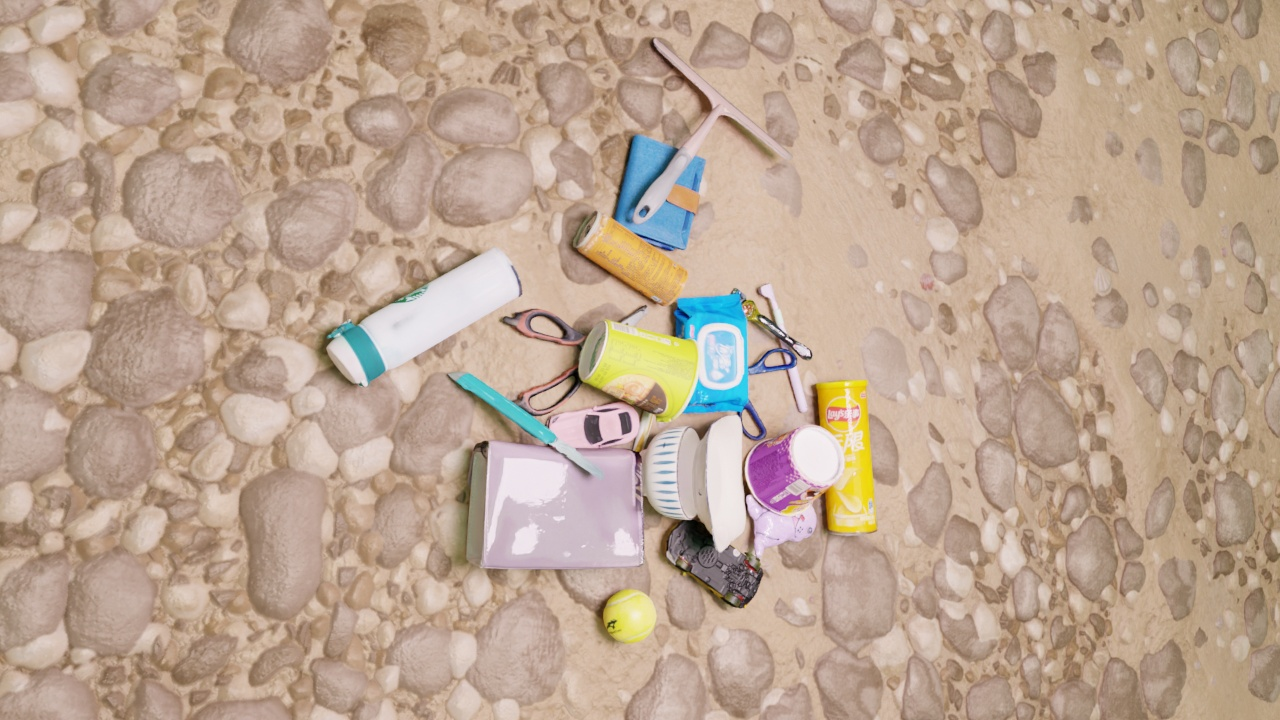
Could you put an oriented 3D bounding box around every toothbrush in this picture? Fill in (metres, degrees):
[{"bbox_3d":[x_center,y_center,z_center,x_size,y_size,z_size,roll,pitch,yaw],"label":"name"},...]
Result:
[{"bbox_3d":[0.202,-0.016,1.283,0.029,0.021,0.189,-28,102,-57],"label":"toothbrush"},{"bbox_3d":[-0.009,0.140,1.171,0.016,0.018,0.191,22,78,-25],"label":"toothbrush"}]

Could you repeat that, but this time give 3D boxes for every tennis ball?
[{"bbox_3d":[-0.013,0.315,1.131,0.065,0.066,0.065,2,86,-26],"label":"tennis ball"}]

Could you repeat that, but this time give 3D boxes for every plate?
[{"bbox_3d":[0.099,0.155,1.177,0.163,0.034,0.164,-8,95,-69],"label":"plate"}]

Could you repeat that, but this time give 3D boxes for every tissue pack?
[{"bbox_3d":[0.094,-0.009,1.198,0.095,0.052,0.157,-1,90,-18],"label":"tissue pack"}]

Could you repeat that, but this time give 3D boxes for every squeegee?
[{"bbox_3d":[0.061,-0.269,1.185,0.247,0.040,0.249,38,66,-10],"label":"squeegee"}]

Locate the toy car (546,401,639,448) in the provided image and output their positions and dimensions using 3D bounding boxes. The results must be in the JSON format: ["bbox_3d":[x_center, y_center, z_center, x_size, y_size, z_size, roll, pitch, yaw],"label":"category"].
[{"bbox_3d":[-0.057,0.085,1.142,0.122,0.037,0.056,-10,90,-25],"label":"toy car"}]

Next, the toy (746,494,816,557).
[{"bbox_3d":[0.194,0.218,1.254,0.107,0.039,0.084,-7,83,-25],"label":"toy"}]

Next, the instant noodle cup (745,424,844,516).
[{"bbox_3d":[0.211,0.139,1.217,0.111,0.099,0.111,11,60,-20],"label":"instant noodle cup"}]

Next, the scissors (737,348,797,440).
[{"bbox_3d":[0.140,0.031,1.248,0.172,0.012,0.162,-11,96,-19],"label":"scissors"}]

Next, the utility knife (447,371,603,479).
[{"bbox_3d":[-0.131,0.073,1.060,0.223,0.013,0.029,33,33,14],"label":"utility knife"}]

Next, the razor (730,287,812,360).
[{"bbox_3d":[0.178,-0.044,1.253,0.142,0.022,0.042,36,74,-3],"label":"razor"}]

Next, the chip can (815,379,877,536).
[{"bbox_3d":[0.289,0.134,1.287,0.072,0.072,0.213,-2,88,-26],"label":"chip can"}]

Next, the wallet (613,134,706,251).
[{"bbox_3d":[0.025,-0.218,1.202,0.106,0.040,0.133,17,80,-20],"label":"wallet"}]

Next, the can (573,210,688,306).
[{"bbox_3d":[-0.011,-0.128,1.165,0.146,0.058,0.058,32,74,-21],"label":"can"}]

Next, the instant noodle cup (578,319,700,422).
[{"bbox_3d":[-0.007,0.007,1.125,0.123,0.112,0.111,20,78,-20],"label":"instant noodle cup"}]

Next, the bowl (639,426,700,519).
[{"bbox_3d":[0.035,0.141,1.155,0.116,0.066,0.116,-2,90,-70],"label":"bowl"}]

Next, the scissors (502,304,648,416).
[{"bbox_3d":[-0.076,-0.009,1.149,0.226,0.015,0.188,24,77,-23],"label":"scissors"}]

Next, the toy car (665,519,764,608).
[{"bbox_3d":[0.096,0.263,1.201,0.156,0.041,0.071,37,72,-16],"label":"toy car"}]

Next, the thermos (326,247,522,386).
[{"bbox_3d":[-0.245,-0.051,1.042,0.223,0.073,0.073,-33,101,-23],"label":"thermos"}]

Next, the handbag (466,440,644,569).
[{"bbox_3d":[-0.100,0.170,1.079,0.196,0.099,0.145,6,86,-23],"label":"handbag"}]
